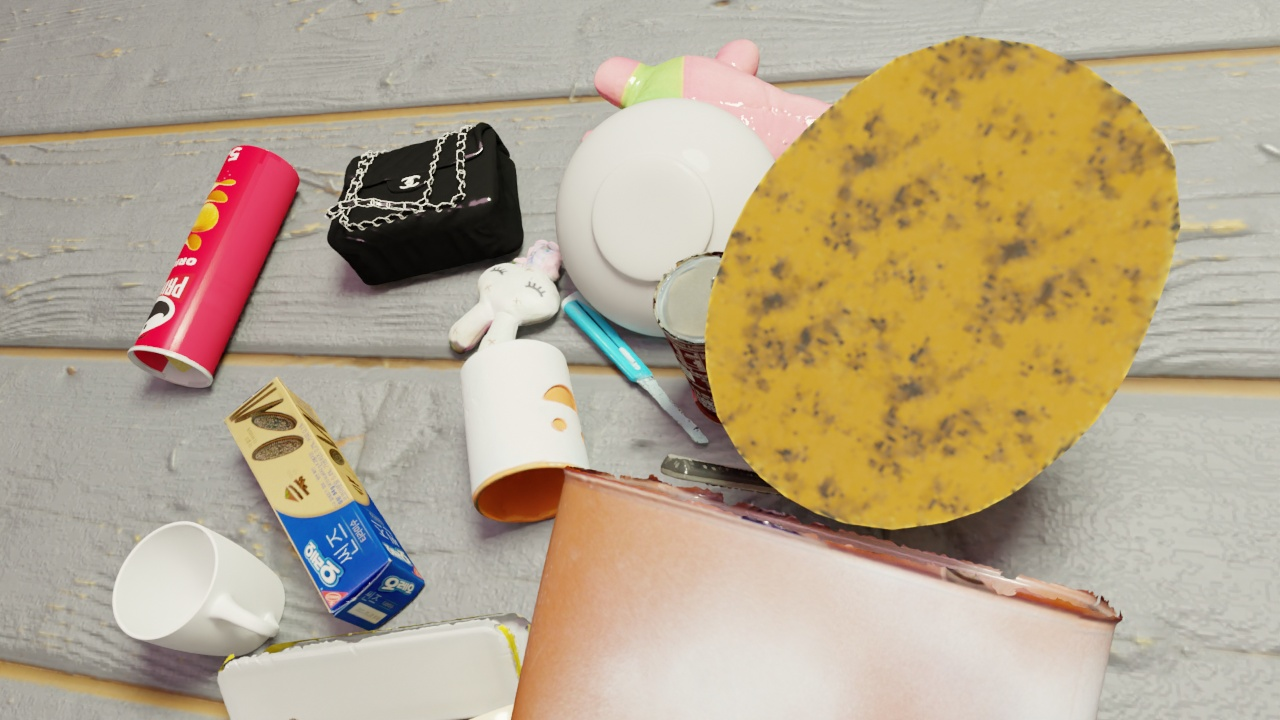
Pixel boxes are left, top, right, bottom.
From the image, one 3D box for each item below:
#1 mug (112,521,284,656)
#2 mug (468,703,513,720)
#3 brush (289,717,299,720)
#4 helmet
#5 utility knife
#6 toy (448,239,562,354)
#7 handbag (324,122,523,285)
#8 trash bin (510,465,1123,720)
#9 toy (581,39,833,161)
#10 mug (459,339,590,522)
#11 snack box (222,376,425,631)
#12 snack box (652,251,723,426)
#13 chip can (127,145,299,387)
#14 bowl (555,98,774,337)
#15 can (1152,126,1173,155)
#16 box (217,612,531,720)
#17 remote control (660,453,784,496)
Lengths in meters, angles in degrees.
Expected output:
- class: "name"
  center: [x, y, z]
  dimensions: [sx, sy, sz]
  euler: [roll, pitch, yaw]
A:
- class: "mug"
  center: [-0.293, 0.171, 0.645]
  dimensions: [0.114, 0.088, 0.080]
  euler: [16, 68, 25]
- class: "mug"
  center: [-0.075, 0.251, 0.513]
  dimensions: [0.096, 0.120, 0.099]
  euler: [-28, 67, 18]
- class: "brush"
  center: [-0.153, 0.245, 0.527]
  dimensions: [0.008, 0.143, 0.045]
  euler: [-36, 49, -6]
- class: "helmet"
  center: [0.156, -0.041, 0.518]
  dimensions: [0.205, 0.131, 0.256]
  euler: [33, 106, 5]
- class: "utility knife"
  center: [-0.004, 0.004, 0.693]
  dimensions: [0.022, 0.015, 0.176]
  euler: [-26, 55, -29]
- class: "toy"
  center: [-0.104, -0.049, 0.740]
  dimensions: [0.079, 0.038, 0.122]
  euler: [20, 66, 33]
- class: "handbag"
  center: [-0.188, -0.148, 0.778]
  dimensions: [0.154, 0.115, 0.125]
  euler: [-13, 57, 15]
- class: "trash bin"
  center: [0.080, 0.159, 0.467]
  dimensions: [0.260, 0.181, 0.157]
  euler: [13, 85, 23]
- class: "toy"
  center: [0.074, -0.181, 0.728]
  dimensions: [0.237, 0.097, 0.191]
  euler: [6, 73, 10]
- class: "mug"
  center: [-0.083, 0.050, 0.651]
  dimensions: [0.082, 0.082, 0.105]
  euler: [-18, 57, 7]
- class: "snack box"
  center: [-0.238, 0.103, 0.685]
  dimensions: [0.057, 0.056, 0.207]
  euler: [-40, 58, -8]
- class: "snack box"
  center: [0.056, -0.011, 0.617]
  dimensions: [0.072, 0.121, 0.072]
  euler: [-8, 59, 14]
- class: "chip can"
  center: [-0.380, -0.089, 0.831]
  dimensions: [0.069, 0.069, 0.220]
  euler: [3, 62, 19]
- class: "bowl"
  center: [0.015, -0.102, 0.663]
  dimensions: [0.177, 0.066, 0.176]
  euler: [2, 98, 15]
- class: "can"
  center: [0.291, -0.088, 0.578]
  dimensions: [0.054, 0.136, 0.054]
  euler: [-7, 60, 13]
- class: "box"
  center: [-0.172, 0.211, 0.609]
  dimensions: [0.210, 0.070, 0.067]
  euler: [-10, 80, 12]
- class: "remote control"
  center: [0.077, 0.076, 0.567]
  dimensions: [0.033, 0.136, 0.013]
  euler: [5, 83, 65]
